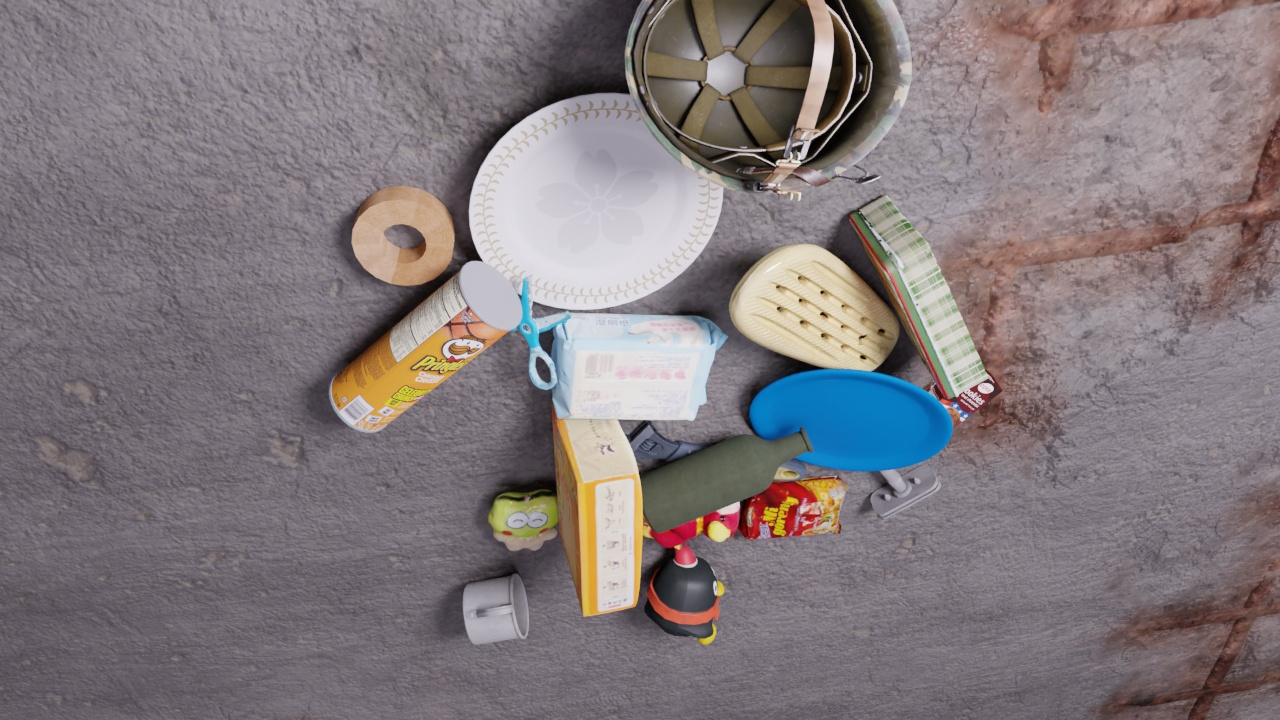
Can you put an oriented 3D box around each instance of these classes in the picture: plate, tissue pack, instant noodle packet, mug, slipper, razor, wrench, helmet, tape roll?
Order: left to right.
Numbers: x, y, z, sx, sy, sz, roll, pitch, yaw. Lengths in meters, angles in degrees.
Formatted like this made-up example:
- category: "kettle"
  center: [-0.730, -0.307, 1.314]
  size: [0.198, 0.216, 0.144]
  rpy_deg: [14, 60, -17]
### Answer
- category: "tape roll"
  center: [-0.225, -0.118, 0.874]
  size: [0.094, 0.027, 0.094]
  rpy_deg: [-4, 129, -5]
- category: "mug"
  center: [-0.189, 0.322, 1.181]
  size: [0.070, 0.084, 0.113]
  rpy_deg: [-11, 167, 3]
- category: "plate"
  center: [-0.041, -0.146, 0.872]
  size: [0.242, 0.016, 0.243]
  rpy_deg: [-8, 135, -8]
- category: "tissue pack"
  center: [-0.006, 0.006, 0.978]
  size: [0.181, 0.070, 0.112]
  rpy_deg: [1, 128, -11]
- category: "wrench"
  center: [0.074, 0.116, 1.105]
  size: [0.273, 0.022, 0.074]
  rpy_deg: [11, 125, -15]
- category: "helmet"
  center: [0.101, -0.226, 0.702]
  size: [0.224, 0.236, 0.193]
  rpy_deg: [5, 104, 1]
- category: "instant noodle packet"
  center: [0.195, 0.190, 1.172]
  size: [0.135, 0.039, 0.099]
  rpy_deg: [-2, 135, -8]
- category: "slipper"
  center: [0.177, -0.058, 0.951]
  size: [0.261, 0.079, 0.111]
  rpy_deg: [22, 110, -43]
- category: "plate"
  center: [0.238, 0.064, 1.047]
  size: [0.224, 0.024, 0.225]
  rpy_deg: [9, 148, 6]
- category: "razor"
  center: [0.307, 0.136, 1.146]
  size: [0.088, 0.047, 0.116]
  rpy_deg: [-34, 117, 18]

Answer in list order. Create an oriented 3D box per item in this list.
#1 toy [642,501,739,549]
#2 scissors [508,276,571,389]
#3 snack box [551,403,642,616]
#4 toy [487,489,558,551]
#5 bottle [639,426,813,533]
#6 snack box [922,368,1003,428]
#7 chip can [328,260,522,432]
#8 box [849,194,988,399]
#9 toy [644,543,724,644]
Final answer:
- category: "toy"
  center: [0.054, 0.200, 1.147]
  size: [0.137, 0.067, 0.106]
  rpy_deg: [6, 130, -3]
- category: "scissors"
  center: [-0.123, -0.033, 0.928]
  size: [0.134, 0.012, 0.134]
  rpy_deg: [22, 134, 21]
- category: "snack box"
  center: [-0.044, 0.159, 1.020]
  size: [0.080, 0.145, 0.196]
  rpy_deg: [-8, 124, -13]
- category: "toy"
  center: [-0.141, 0.199, 1.128]
  size: [0.092, 0.046, 0.115]
  rpy_deg: [-4, 137, -12]
- category: "bottle"
  center: [0.098, 0.131, 1.061]
  size: [0.207, 0.071, 0.071]
  rpy_deg: [-23, 128, 7]
- category: "snack box"
  center: [0.353, 0.058, 1.092]
  size: [0.051, 0.031, 0.141]
  rpy_deg: [32, 118, -29]
- category: "chip can"
  center: [-0.216, -0.010, 0.910]
  size: [0.216, 0.075, 0.075]
  rpy_deg: [-34, 126, 29]
- category: "box"
  center: [0.283, -0.063, 0.936]
  size: [0.050, 0.117, 0.205]
  rpy_deg: [-30, 128, 9]
- category: "toy"
  center: [0.059, 0.302, 1.206]
  size: [0.099, 0.097, 0.119]
  rpy_deg: [7, 124, -8]
